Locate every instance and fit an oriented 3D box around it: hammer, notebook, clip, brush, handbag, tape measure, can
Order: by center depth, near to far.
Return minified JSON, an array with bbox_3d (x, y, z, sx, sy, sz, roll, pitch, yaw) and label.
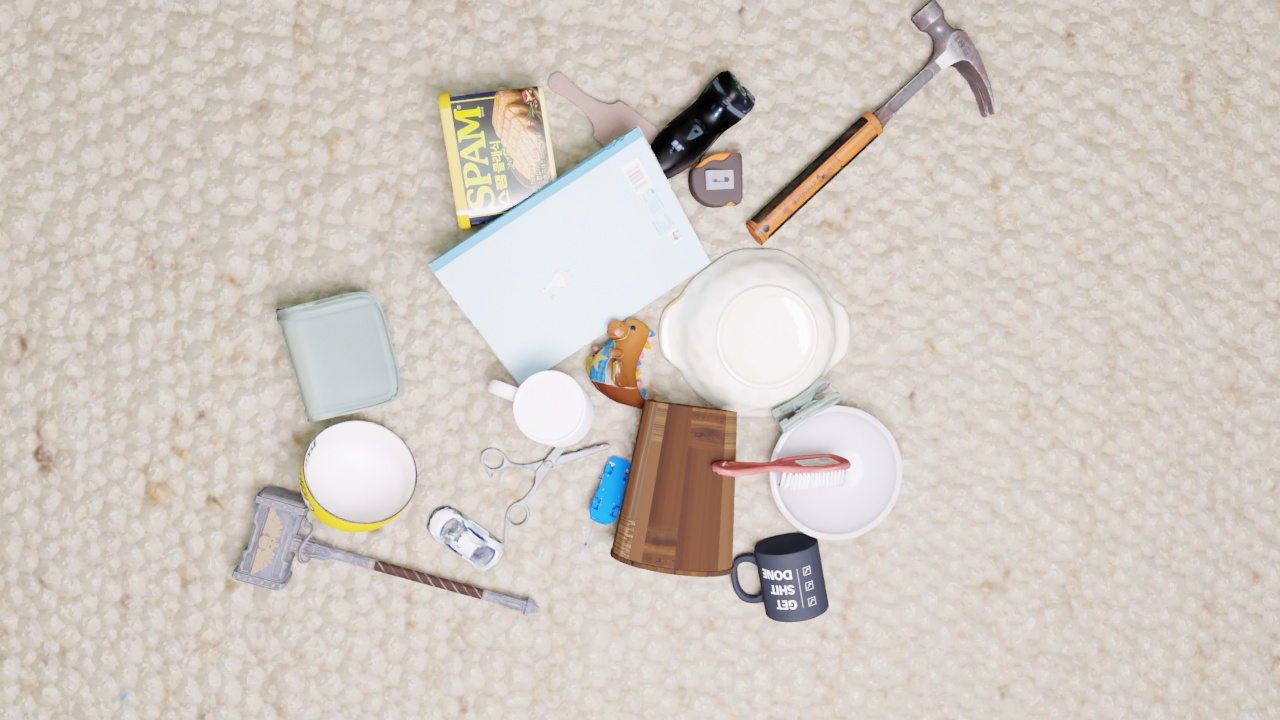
[{"bbox_3d":[-0.144,-0.209,0.948,0.104,0.075,0.135,-9,96,-7],"label":"can"},{"bbox_3d":[0.147,0.119,0.955,0.172,0.041,0.030,1,102,-30],"label":"brush"},{"bbox_3d":[-0.310,-0.007,0.955,0.106,0.067,0.122,-15,97,-13],"label":"handbag"},{"bbox_3d":[-0.067,-0.103,0.961,0.253,0.009,0.181,-33,124,-2],"label":"notebook"},{"bbox_3d":[-0.042,-0.262,0.984,0.135,0.015,0.050,37,90,-2],"label":"brush"},{"bbox_3d":[0.082,-0.195,0.989,0.059,0.038,0.058,-2,96,-5],"label":"tape measure"},{"bbox_3d":[0.180,0.049,0.997,0.076,0.023,0.042,-31,62,-1],"label":"clip"},{"bbox_3d":[-0.265,0.229,0.997,0.322,0.044,0.098,18,94,-8],"label":"hammer"},{"bbox_3d":[0.247,-0.234,1.004,0.314,0.035,0.138,-43,98,1],"label":"hammer"}]

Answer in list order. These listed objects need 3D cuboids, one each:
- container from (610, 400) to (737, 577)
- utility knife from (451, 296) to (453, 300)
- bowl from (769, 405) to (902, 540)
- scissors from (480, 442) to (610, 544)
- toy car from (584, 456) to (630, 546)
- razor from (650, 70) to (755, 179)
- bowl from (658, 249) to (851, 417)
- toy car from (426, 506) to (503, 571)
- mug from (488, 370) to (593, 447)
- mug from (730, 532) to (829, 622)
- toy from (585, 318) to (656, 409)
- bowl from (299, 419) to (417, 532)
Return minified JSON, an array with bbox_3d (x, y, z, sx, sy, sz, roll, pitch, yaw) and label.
[{"bbox_3d":[0.043,0.132,0.979,0.132,0.132,0.167,7,89,-6],"label":"container"},{"bbox_3d":[-0.124,-0.061,0.997,0.165,0.015,0.022,10,93,-10],"label":"utility knife"},{"bbox_3d":[0.214,0.124,1.030,0.149,0.043,0.149,0,92,-4],"label":"bowl"},{"bbox_3d":[-0.107,0.131,1.016,0.141,0.014,0.158,4,96,-3],"label":"scissors"},{"bbox_3d":[-0.041,0.160,1.027,0.033,0.062,0.091,24,63,-6],"label":"toy car"},{"bbox_3d":[0.061,-0.246,0.965,0.053,0.064,0.140,45,80,-3],"label":"razor"},{"bbox_3d":[0.132,-0.028,1.000,0.219,0.060,0.188,0,96,-5],"label":"bowl"},{"bbox_3d":[-0.193,0.196,1.007,0.090,0.027,0.039,36,93,-8],"label":"toy car"},{"bbox_3d":[-0.107,0.046,0.964,0.110,0.090,0.073,21,84,5],"label":"mug"},{"bbox_3d":[0.153,0.244,1.031,0.105,0.071,0.077,-8,97,22],"label":"mug"},{"bbox_3d":[-0.006,0.006,1.004,0.103,0.071,0.090,33,78,-30],"label":"toy"},{"bbox_3d":[-0.300,0.128,0.960,0.117,0.068,0.117,16,53,-23],"label":"bowl"}]
